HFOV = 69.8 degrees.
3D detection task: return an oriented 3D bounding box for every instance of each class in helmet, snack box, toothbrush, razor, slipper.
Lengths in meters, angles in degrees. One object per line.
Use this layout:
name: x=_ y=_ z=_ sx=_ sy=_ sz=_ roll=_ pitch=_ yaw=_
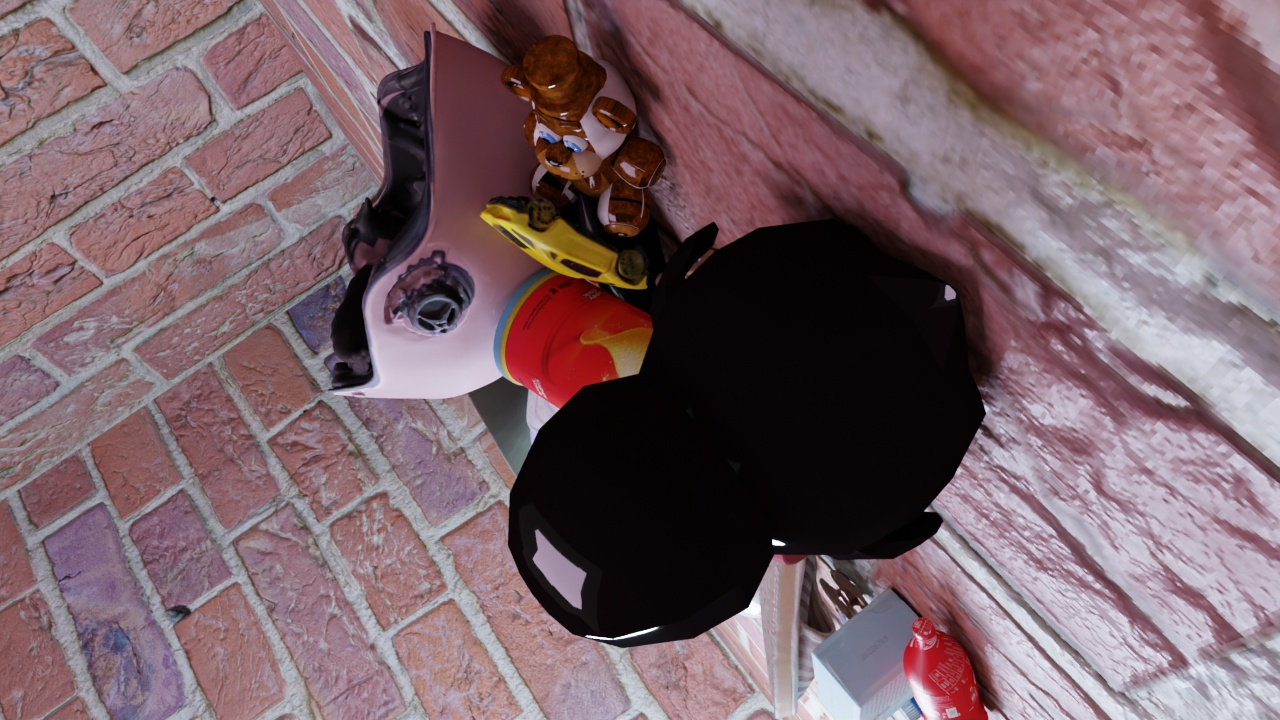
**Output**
helmet: x=-0.120 y=-0.088 z=0.624 sx=0.229 sy=0.152 sz=0.256 roll=-106 pitch=32 yaw=-52
snack box: x=0.176 y=0.237 z=0.698 sx=0.053 sy=0.075 sz=0.175 roll=49 pitch=170 yaw=30
helmet: x=-0.125 y=-0.022 z=0.982 sx=0.268 sy=0.153 sz=0.227 roll=48 pitch=165 yaw=54
toothbrush: x=0.208 y=0.266 z=0.816 sx=0.135 sy=0.017 sz=0.021 roll=54 pitch=168 yaw=0
razor: x=-0.001 y=-0.059 z=0.585 sx=0.064 sy=0.053 sz=0.140 roll=26 pitch=151 yaw=44
slipper: x=0.123 y=0.186 z=0.727 sx=0.114 sy=0.052 sz=0.263 roll=-90 pitch=-5 yaw=-50

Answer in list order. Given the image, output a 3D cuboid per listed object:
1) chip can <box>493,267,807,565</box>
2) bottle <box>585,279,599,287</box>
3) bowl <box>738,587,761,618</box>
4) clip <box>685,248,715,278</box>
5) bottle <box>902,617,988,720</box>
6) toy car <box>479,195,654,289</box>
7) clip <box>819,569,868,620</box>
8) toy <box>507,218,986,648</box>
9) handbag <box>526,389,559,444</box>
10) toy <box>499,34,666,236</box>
chip can: x=0.018 y=0.024 z=0.526 sx=0.213 sy=0.087 sz=0.087 roll=30 pitch=159 yaw=29
bottle: x=0.004 y=-0.016 z=0.684 sx=0.181 sy=0.059 sz=0.059 roll=47 pitch=168 yaw=33
bowl: x=0.084 y=0.179 z=0.861 sx=0.153 sy=0.072 sz=0.154 roll=47 pitch=157 yaw=27
clip: x=0.039 y=-0.051 z=0.521 sx=0.026 sy=0.050 sz=0.060 roll=55 pitch=-148 yaw=-14
bottle: x=0.198 y=0.211 z=0.601 sx=0.042 sy=0.042 sz=0.141 roll=42 pitch=165 yaw=50
toy car: x=-0.040 y=-0.064 z=0.520 sx=0.107 sy=0.030 sz=0.049 roll=25 pitch=177 yaw=-27
clip: x=0.167 y=0.188 z=0.745 sx=0.026 sy=0.050 sz=0.060 roll=54 pitch=-148 yaw=-7
toy: x=0.033 y=0.035 z=0.359 sx=0.159 sy=0.184 sz=0.140 roll=53 pitch=170 yaw=4
handbag: x=-0.025 y=0.055 z=0.825 sx=0.159 sy=0.069 sz=0.127 roll=22 pitch=136 yaw=20
toy: x=-0.031 y=-0.120 z=0.482 sx=0.087 sy=0.067 sz=0.112 roll=25 pitch=172 yaw=20
